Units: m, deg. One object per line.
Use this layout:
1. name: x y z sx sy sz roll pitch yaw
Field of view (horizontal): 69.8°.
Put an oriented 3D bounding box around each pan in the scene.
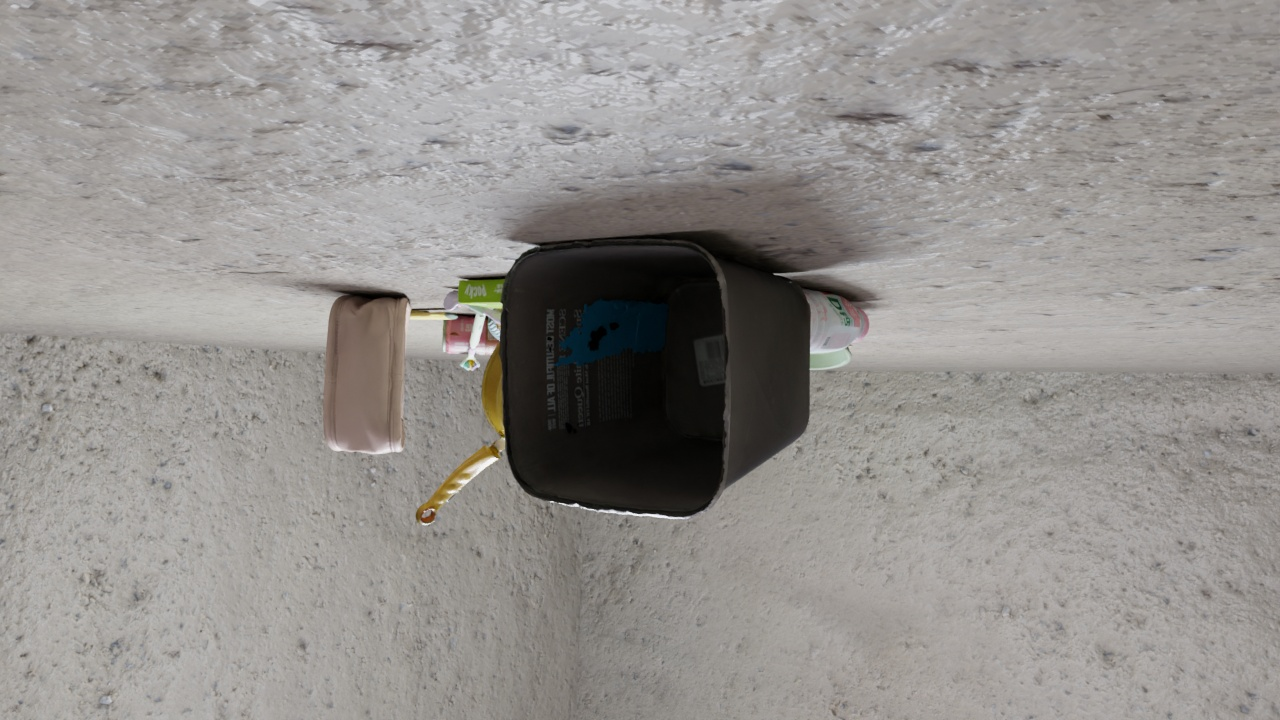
1. pan: -0.170 0.087 1.217 0.197 0.357 0.078 41 174 -41

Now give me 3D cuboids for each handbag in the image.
1. handbag: -0.331 0.008 1.184 0.093 0.193 0.234 4 -172 -4

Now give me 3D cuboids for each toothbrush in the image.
1. toothbrush: -0.231 -0.030 1.285 0.029 0.020 0.190 1 157 -16
2. toothbrush: -0.138 -0.038 0.971 0.189 0.029 0.021 23 152 32

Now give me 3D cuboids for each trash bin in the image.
1. trash bin: 0.027 0.006 0.752 0.199 0.199 0.219 2 -175 31

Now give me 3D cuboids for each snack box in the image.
1. snack box: -0.107 -0.065 0.964 0.086 0.026 0.156 1 178 33

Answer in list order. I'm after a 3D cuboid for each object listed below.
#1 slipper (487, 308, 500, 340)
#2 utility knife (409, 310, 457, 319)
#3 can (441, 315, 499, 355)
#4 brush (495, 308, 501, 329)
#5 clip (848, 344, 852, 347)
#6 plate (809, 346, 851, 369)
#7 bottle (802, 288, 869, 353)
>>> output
1. slipper: -0.116 -0.032 1.290 0.104 0.074 0.245 2 162 36
2. utility knife: -0.329 -0.062 1.302 0.177 0.019 0.031 -3 171 26
3. can: -0.220 -0.036 1.368 0.147 0.058 0.058 2 178 -9
4. brush: -0.065 -0.054 1.138 0.254 0.046 0.083 -1 176 -30
5. clip: 0.223 -0.048 1.185 0.104 0.076 0.034 -10 173 20
6. plate: 0.139 -0.030 1.104 0.230 0.027 0.230 12 170 2
7. bottle: 0.179 -0.038 0.936 0.068 0.068 0.196 0 180 35
